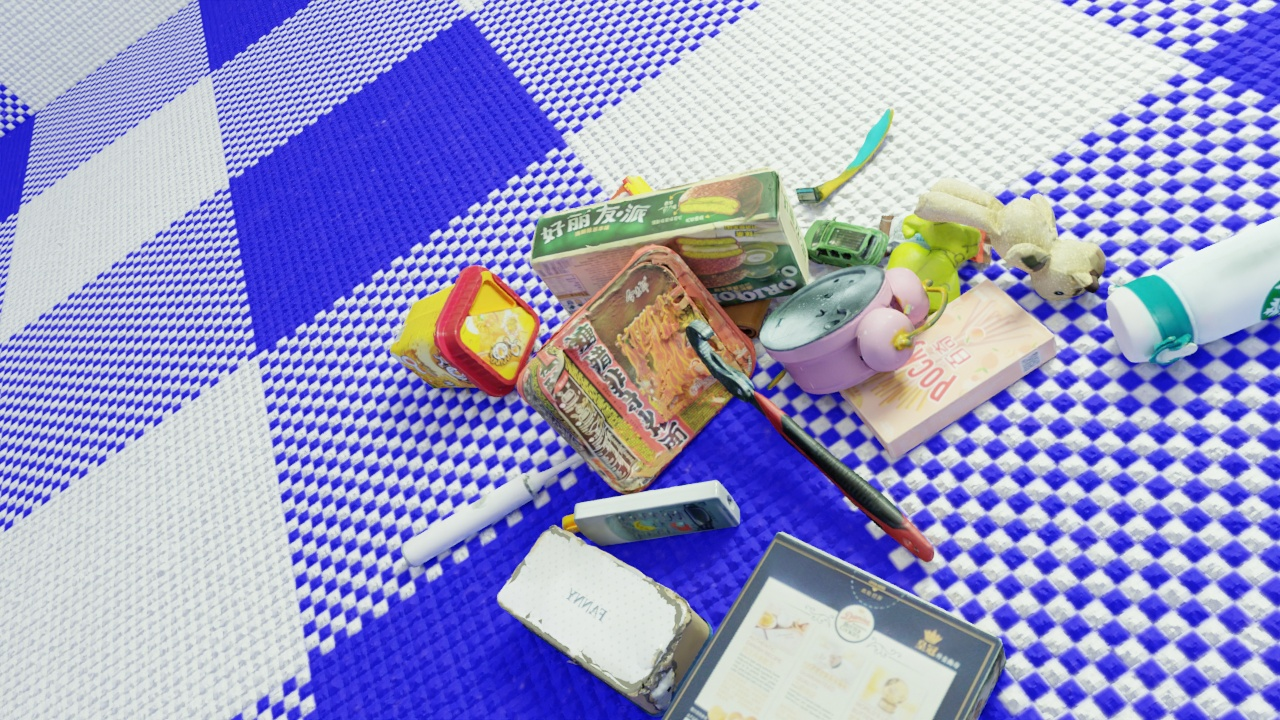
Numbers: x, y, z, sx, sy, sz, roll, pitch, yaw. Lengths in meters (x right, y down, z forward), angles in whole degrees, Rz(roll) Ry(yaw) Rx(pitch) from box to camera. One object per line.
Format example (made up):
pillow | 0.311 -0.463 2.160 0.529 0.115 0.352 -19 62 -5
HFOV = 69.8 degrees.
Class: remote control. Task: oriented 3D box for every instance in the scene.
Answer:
remote control | 0.012 0.131 0.772 0.135 0.056 0.019 -12 51 21

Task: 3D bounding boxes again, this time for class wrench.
wrench | 0.128 0.060 0.734 0.016 0.056 0.273 -37 62 -14

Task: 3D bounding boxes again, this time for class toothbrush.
toothbrush | -0.129 0.133 0.873 0.221 0.026 0.026 -31 40 6

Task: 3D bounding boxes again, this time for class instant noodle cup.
instant noodle cup | -0.192 -0.024 0.984 0.124 0.116 0.115 -10 49 38
instant noodle cup | -0.005 0.005 0.826 0.188 0.164 0.079 -44 23 -9

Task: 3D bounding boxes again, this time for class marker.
marker | -0.013 0.132 0.812 0.124 0.018 0.015 -18 47 16

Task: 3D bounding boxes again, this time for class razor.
razor | 0.217 -0.208 0.941 0.132 0.028 0.043 -46 15 -6

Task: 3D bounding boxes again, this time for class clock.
clock | 0.180 -0.029 0.767 0.159 0.060 0.116 -19 24 40

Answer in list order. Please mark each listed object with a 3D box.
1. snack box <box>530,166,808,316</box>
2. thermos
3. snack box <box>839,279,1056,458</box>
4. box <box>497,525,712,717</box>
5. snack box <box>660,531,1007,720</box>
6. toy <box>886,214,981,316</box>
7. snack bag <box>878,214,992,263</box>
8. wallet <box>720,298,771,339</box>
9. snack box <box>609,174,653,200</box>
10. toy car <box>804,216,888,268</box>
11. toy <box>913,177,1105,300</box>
snack box | 0.027 -0.100 0.859 0.240 0.114 0.063 -9 56 21
thermos | 0.455 -0.064 0.662 0.224 0.073 0.073 -25 47 12
snack box | 0.248 0.005 0.755 0.157 0.026 0.084 -33 45 2
box | -0.036 0.204 0.742 0.184 0.060 0.089 22 68 42
snack box | 0.127 0.234 0.631 0.178 0.046 0.182 22 68 40
toy | 0.252 -0.084 0.807 0.100 0.031 0.096 -43 60 15
snack bag | 0.267 -0.112 0.836 0.104 0.026 0.048 4 73 34
wallet | 0.087 -0.081 0.915 0.108 0.031 0.131 4 56 31
snack box | -0.004 -0.141 0.983 0.080 0.082 0.091 -41 44 9
toy car | 0.189 -0.111 0.863 0.091 0.036 0.043 21 87 54
toy | 0.302 -0.102 0.753 0.157 0.066 0.104 31 39 13
